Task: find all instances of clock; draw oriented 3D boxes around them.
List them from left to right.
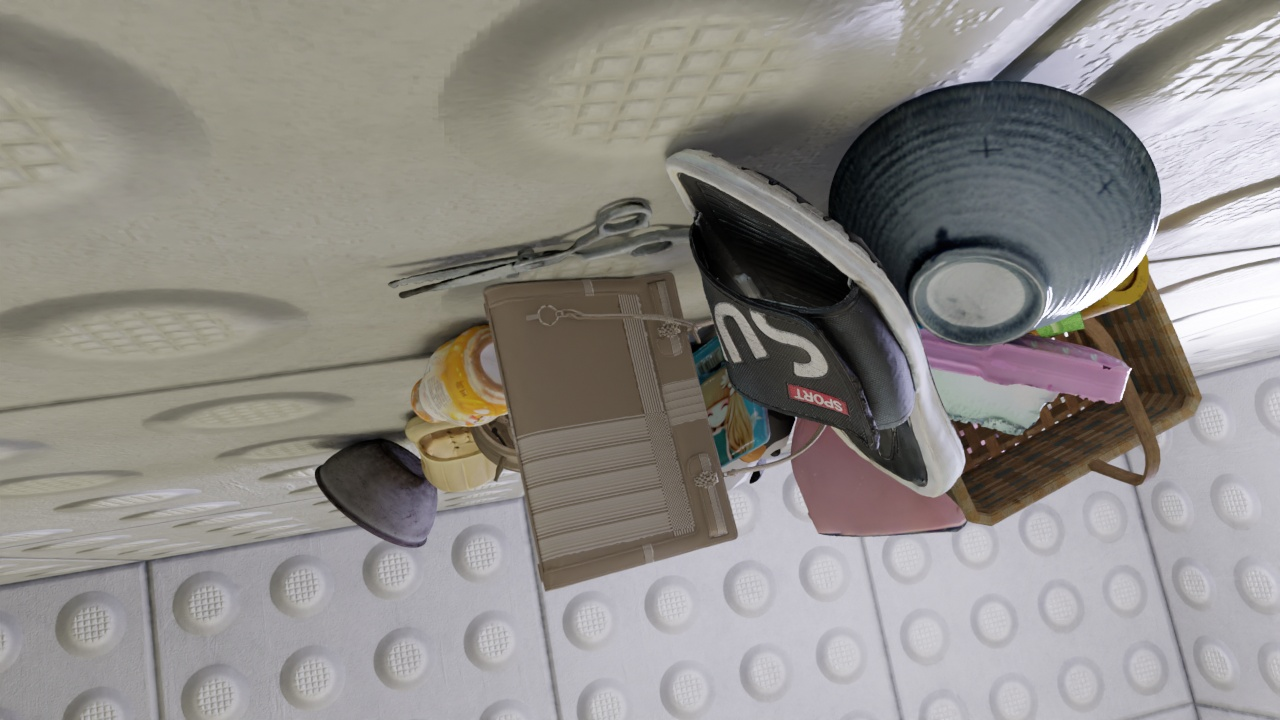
[{"bbox_3d":[-0.075,0.028,0.723,0.140,0.093,0.055,-34,167,-13],"label":"clock"}]

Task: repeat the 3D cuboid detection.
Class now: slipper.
[{"bbox_3d":[-0.187,0.102,1.009,0.111,0.079,0.262,-12,171,-9],"label":"slipper"},{"bbox_3d":[0.085,0.005,0.445,0.111,0.063,0.264,32,171,42],"label":"slipper"}]

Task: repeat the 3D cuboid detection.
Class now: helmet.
[{"bbox_3d":[0.268,0.071,0.998,0.254,0.152,0.231,-42,-160,-33],"label":"helmet"}]

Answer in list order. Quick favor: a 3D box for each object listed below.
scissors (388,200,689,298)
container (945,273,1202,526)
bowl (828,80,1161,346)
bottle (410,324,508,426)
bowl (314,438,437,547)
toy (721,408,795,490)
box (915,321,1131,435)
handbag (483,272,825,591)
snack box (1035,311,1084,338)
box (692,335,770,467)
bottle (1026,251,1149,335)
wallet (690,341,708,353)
[{"bbox_3d":[-0.044,-0.052,0.483,0.162,0.014,0.117,-19,167,27],"label":"scissors"},{"bbox_3d":[0.366,0.029,0.802,0.249,0.157,0.186,-26,-176,-8],"label":"container"},{"bbox_3d":[0.145,-0.044,0.391,0.137,0.057,0.137,13,141,11],"label":"bowl"},{"bbox_3d":[-0.121,0.016,0.638,0.063,0.063,0.109,-2,165,-40],"label":"bottle"},{"bbox_3d":[-0.280,0.136,1.020,0.067,0.145,0.145,-53,164,2],"label":"bowl"},{"bbox_3d":[0.108,0.073,1.085,0.159,0.139,0.185,27,144,-18],"label":"toy"},{"bbox_3d":[0.193,-0.006,0.641,0.230,0.062,0.160,12,168,4],"label":"box"},{"bbox_3d":[0.021,0.029,0.553,0.198,0.175,0.062,-12,168,-7],"label":"handbag"},{"bbox_3d":[0.221,-0.061,0.510,0.025,0.080,0.147,-15,169,26],"label":"snack box"},{"bbox_3d":[0.038,0.047,0.793,0.228,0.085,0.169,-38,-174,40],"label":"box"},{"bbox_3d":[0.268,-0.048,0.657,0.071,0.071,0.164,-6,169,-25],"label":"bottle"},{"bbox_3d":[-0.005,0.005,0.829,0.115,0.018,0.092,-7,169,-28],"label":"wallet"}]
